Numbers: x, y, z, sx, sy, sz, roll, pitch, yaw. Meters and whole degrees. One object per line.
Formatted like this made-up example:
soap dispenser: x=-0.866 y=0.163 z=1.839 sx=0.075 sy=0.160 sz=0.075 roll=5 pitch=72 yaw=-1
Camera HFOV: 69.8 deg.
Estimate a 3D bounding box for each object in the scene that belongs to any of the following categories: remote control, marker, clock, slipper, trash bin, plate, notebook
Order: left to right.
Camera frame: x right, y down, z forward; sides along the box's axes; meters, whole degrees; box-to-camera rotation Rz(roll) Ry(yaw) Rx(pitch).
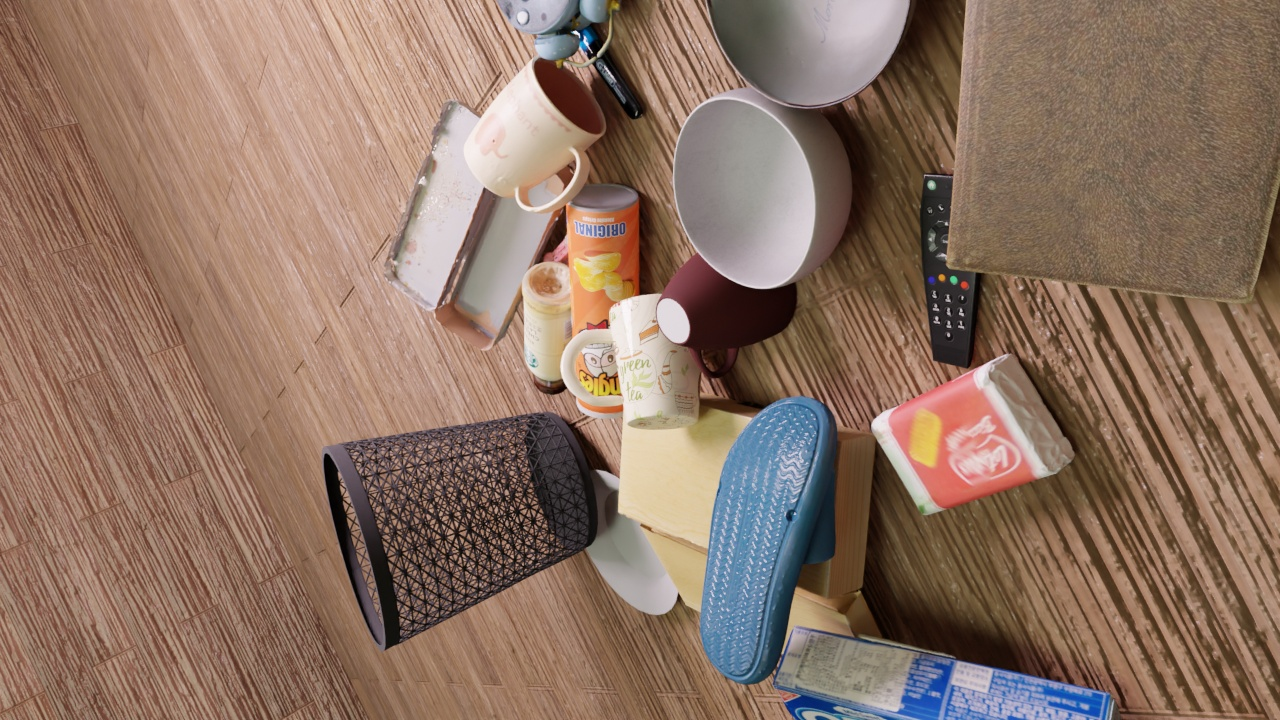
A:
trash bin: x=-0.191 y=0.165 z=0.996 sx=0.217 sy=0.242 sz=0.217 roll=39 pitch=137 yaw=50
clock: x=-0.063 y=-0.290 z=0.720 sx=0.089 sy=0.051 sz=0.124 roll=-33 pitch=82 yaw=40
marker: x=-0.034 y=-0.248 z=0.754 sx=0.123 sy=0.015 sz=0.018 roll=58 pitch=141 yaw=11
plate: x=-0.012 y=0.194 z=1.001 sx=0.173 sy=0.019 sz=0.173 roll=31 pitch=134 yaw=39
slipper: x=0.095 y=0.129 z=0.672 sx=0.104 sy=0.059 sz=0.214 roll=19 pitch=95 yaw=55
remote control: x=0.196 y=-0.055 z=0.576 sx=0.039 sy=0.010 sz=0.125 roll=18 pitch=124 yaw=47
notebook: x=0.209 y=-0.141 z=0.443 sx=0.190 sy=0.034 sz=0.216 roll=13 pitch=123 yaw=30

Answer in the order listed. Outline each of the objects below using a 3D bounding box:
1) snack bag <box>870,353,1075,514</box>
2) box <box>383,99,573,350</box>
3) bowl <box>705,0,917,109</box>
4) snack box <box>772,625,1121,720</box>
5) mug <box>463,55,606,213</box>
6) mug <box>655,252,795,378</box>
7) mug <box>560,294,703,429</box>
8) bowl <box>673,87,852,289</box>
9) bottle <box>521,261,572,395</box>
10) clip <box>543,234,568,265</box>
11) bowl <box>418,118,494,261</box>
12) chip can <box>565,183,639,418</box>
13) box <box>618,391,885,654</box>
snack bag: x=0.212 y=0.051 z=0.599 sx=0.077 sy=0.036 sz=0.116 roll=61 pitch=146 yaw=7
box: x=-0.166 y=-0.127 z=0.897 sx=0.148 sy=0.042 sz=0.217 roll=30 pitch=122 yaw=1
bowl: x=0.109 y=-0.228 z=0.540 sx=0.151 sy=0.056 sz=0.151 roll=29 pitch=131 yaw=40
snack box: x=0.209 y=0.245 z=0.648 sx=0.227 sy=0.059 sz=0.059 roll=3 pitch=138 yaw=35
mug: x=-0.088 y=-0.179 z=0.773 sx=0.105 sy=0.085 sz=0.111 roll=-33 pitch=74 yaw=30
mug: x=0.057 y=-0.033 z=0.705 sx=0.087 sy=0.088 sz=0.114 roll=30 pitch=133 yaw=40
mug: x=-0.004 y=0.004 z=0.756 sx=0.081 sy=0.122 sz=0.097 roll=113 pitch=156 yaw=-73
bowl: x=0.089 y=-0.121 z=0.628 sx=0.132 sy=0.064 sz=0.132 roll=31 pitch=134 yaw=39
bottle: x=-0.089 y=-0.026 z=0.920 sx=0.056 sy=0.056 sz=0.162 roll=46 pitch=152 yaw=25
clip: x=-0.067 y=-0.107 z=0.887 sx=0.058 sy=0.035 sz=0.022 roll=-37 pitch=77 yaw=50
bowl: x=-0.190 y=-0.163 z=0.966 sx=0.177 sy=0.070 sz=0.178 roll=31 pitch=134 yaw=38
chip can: x=-0.032 y=-0.050 z=0.834 sx=0.062 sy=0.062 sz=0.211 roll=31 pitch=133 yaw=39
box: x=0.094 y=0.154 z=0.793 sx=0.248 sy=0.096 sz=0.261 roll=13 pitch=127 yaw=50
